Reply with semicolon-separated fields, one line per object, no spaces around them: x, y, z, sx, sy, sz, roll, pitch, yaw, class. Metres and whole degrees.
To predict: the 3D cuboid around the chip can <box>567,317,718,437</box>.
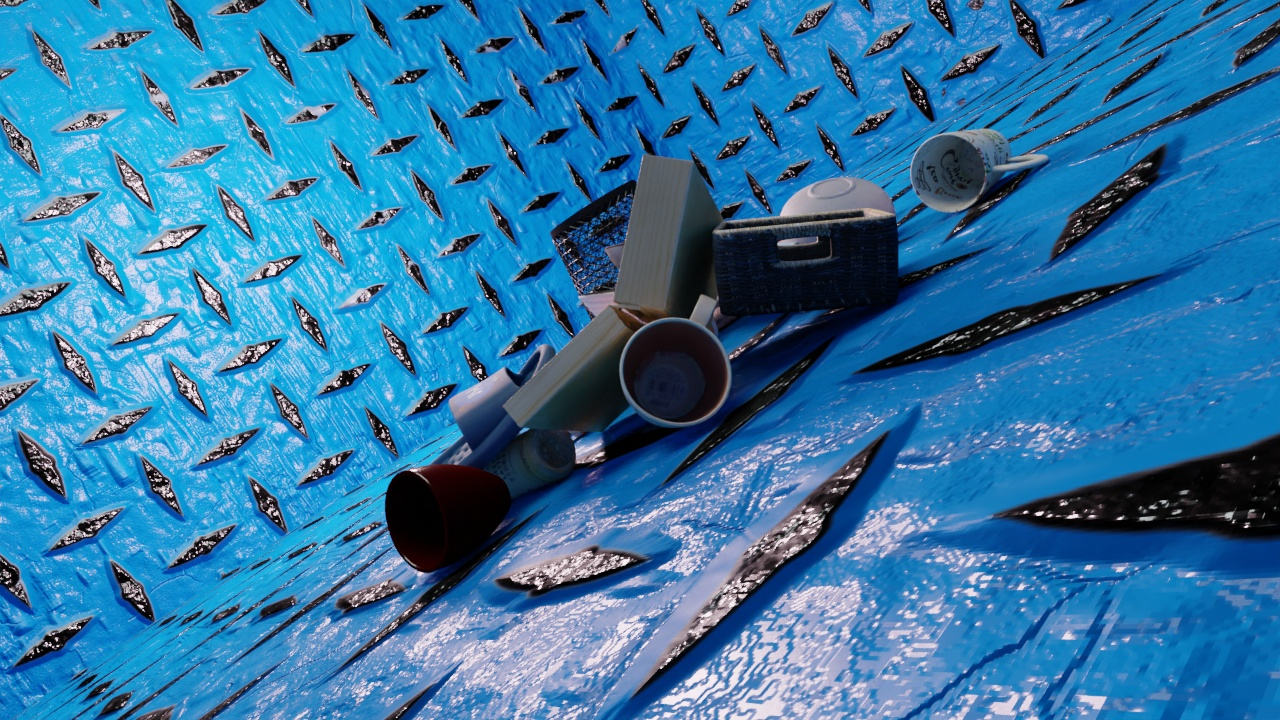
-0.006;0.006;1.072;0.210;0.062;0.062;-34;6;-23;chip can

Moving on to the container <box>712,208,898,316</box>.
0.140;-0.088;0.799;0.145;0.071;0.187;-4;10;8;container

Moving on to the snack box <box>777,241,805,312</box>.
0.131;-0.096;1.022;0.059;0.059;0.226;-56;17;-2;snack box

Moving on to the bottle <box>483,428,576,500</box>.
-0.133;0.110;0.897;0.162;0.056;0.056;-28;7;40;bottle

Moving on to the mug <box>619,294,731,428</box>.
0.032;0.001;0.734;0.104;0.085;0.111;104;-169;-82;mug

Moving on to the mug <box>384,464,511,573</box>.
-0.164;0.135;0.794;0.088;0.087;0.114;-12;-28;-48;mug

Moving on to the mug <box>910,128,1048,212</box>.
0.360;-0.206;0.954;0.122;0.081;0.097;4;22;43;mug

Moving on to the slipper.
-0.156;0.064;0.858;0.213;0.059;0.104;-47;19;-5;slipper

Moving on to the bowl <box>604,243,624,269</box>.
0.032;-0.129;1.181;0.151;0.057;0.150;-7;6;1;bowl

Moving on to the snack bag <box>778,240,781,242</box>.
0.162;-0.116;1.142;0.077;0.036;0.115;-27;33;43;snack bag

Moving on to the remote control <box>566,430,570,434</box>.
-0.130;0.108;1.129;0.125;0.010;0.039;-28;7;33;remote control

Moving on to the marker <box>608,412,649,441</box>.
0.024;0.041;0.853;0.123;0.015;0.018;-29;5;10;marker

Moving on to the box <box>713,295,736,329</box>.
0.088;-0.055;1.252;0.216;0.043;0.148;-31;23;4;box

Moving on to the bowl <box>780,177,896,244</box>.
0.227;-0.173;1.072;0.132;0.064;0.131;-12;31;7;bowl

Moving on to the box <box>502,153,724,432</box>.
0.001;-0.039;0.848;0.261;0.097;0.247;-55;-14;3;box

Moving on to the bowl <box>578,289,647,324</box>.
0.011;-0.061;1.188;0.177;0.071;0.177;-7;6;1;bowl

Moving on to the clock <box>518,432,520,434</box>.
-0.208;0.121;1.186;0.124;0.051;0.089;-42;-2;1;clock

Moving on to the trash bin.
-0.014;-0.144;1.483;0.217;0.243;0.217;-32;6;3;trash bin
